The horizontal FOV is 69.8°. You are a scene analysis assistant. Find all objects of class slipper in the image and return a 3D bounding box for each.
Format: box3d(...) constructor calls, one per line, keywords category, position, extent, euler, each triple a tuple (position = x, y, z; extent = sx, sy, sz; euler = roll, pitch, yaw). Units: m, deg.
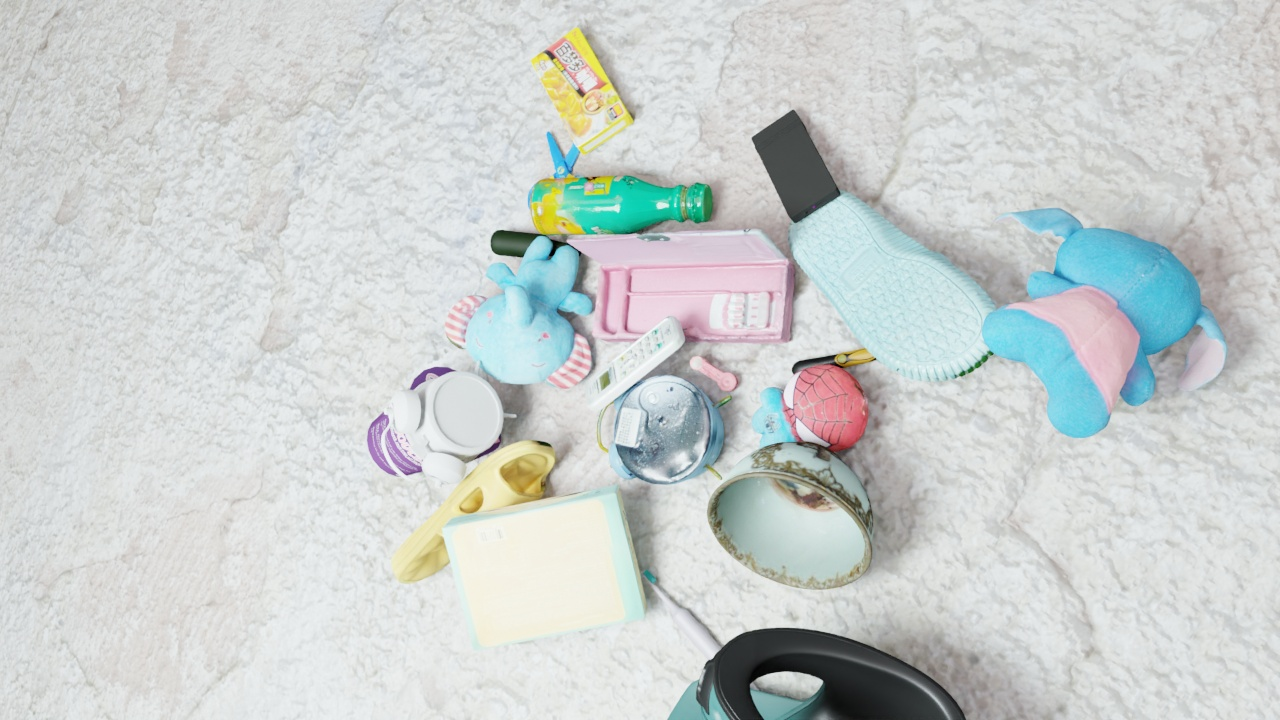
box3d(category="slipper", position=(-0.185, 0.192, 1.065), extent=(0.264, 0.099, 0.078), euler=(-41, 67, 19))
box3d(category="slipper", position=(0.245, -0.074, 0.909), extent=(0.116, 0.069, 0.276), euler=(-47, 49, 13))

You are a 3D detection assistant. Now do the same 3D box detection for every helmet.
box3d(category="helmet", position=(0.150, 0.351, 0.805), extent=(0.275, 0.201, 0.175), euler=(19, 45, 16))

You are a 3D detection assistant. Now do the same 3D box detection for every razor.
box3d(category="razor", position=(0.223, -0.003, 0.933), extent=(0.144, 0.021, 0.044), euler=(-13, 75, 27))

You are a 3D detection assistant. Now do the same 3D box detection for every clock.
box3d(category="clock", position=(-0.222, 0.074, 1.027), extent=(0.061, 0.158, 0.120), euler=(-26, 100, 47))
box3d(category="clock", position=(0.018, 0.076, 1.000), extent=(0.162, 0.060, 0.118), euler=(7, 83, 29))

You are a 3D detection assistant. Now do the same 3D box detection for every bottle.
box3d(category="bottle", position=(-0.128, -0.140, 1.131), extent=(0.123, 0.033, 0.033), euler=(10, 85, 28))
box3d(category="bottle", position=(-0.022, -0.180, 1.062), extent=(0.210, 0.068, 0.068), euler=(2, 82, 21))

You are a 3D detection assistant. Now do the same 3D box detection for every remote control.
box3d(category="remote control", position=(-0.006, 0.006, 0.992), extent=(0.133, 0.022, 0.050), euler=(-39, 33, 19))
box3d(category="remote control", position=(0.164, -0.209, 0.982), extent=(0.058, 0.013, 0.133), euler=(-31, 52, 20))

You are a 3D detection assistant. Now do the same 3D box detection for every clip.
box3d(category="clip", position=(0.080, 0.014, 1.005), extent=(0.060, 0.045, 0.023), euler=(29, 98, -4))

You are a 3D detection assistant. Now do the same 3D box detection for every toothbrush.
box3d(category="toothbrush", position=(0.063, 0.290, 0.961), extent=(0.188, 0.018, 0.019), euler=(44, 99, 27))

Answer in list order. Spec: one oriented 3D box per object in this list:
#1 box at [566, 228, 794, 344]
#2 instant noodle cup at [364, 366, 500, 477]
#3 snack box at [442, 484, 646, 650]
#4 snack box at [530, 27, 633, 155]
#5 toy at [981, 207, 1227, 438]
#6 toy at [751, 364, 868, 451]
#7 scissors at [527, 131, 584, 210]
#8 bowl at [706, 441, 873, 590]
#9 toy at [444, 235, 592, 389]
box3d(category="box", position=(0.037, -0.077, 0.987), extent=(0.233, 0.115, 0.106), euler=(3, 83, 28))
box3d(category="instant noodle cup", position=(-0.262, 0.089, 1.123), extent=(0.122, 0.136, 0.121), euler=(-27, 43, 36))
box3d(category="snack box", position=(-0.102, 0.223, 0.987), extent=(0.194, 0.044, 0.141), euler=(-12, 97, 5))
box3d(category="snack box", position=(-0.074, -0.335, 1.138), extent=(0.075, 0.025, 0.152), euler=(-32, 68, 11))
box3d(category="toy", position=(0.381, -0.044, 0.787), extent=(0.191, 0.099, 0.224), euler=(-38, 75, -20))
box3d(category="toy", position=(0.168, 0.055, 0.928), extent=(0.133, 0.062, 0.092), euler=(-27, 64, 33))
box3d(category="scissors", position=(-0.093, -0.231, 1.140), extent=(0.123, 0.016, 0.125), euler=(30, 95, 24))
box3d(category="bowl", position=(0.154, 0.135, 0.888), extent=(0.160, 0.160, 0.093), euler=(4, 42, 28))
box3d(category="toy", position=(-0.131, -0.058, 1.074), extent=(0.183, 0.115, 0.180), euler=(22, 91, 10))
